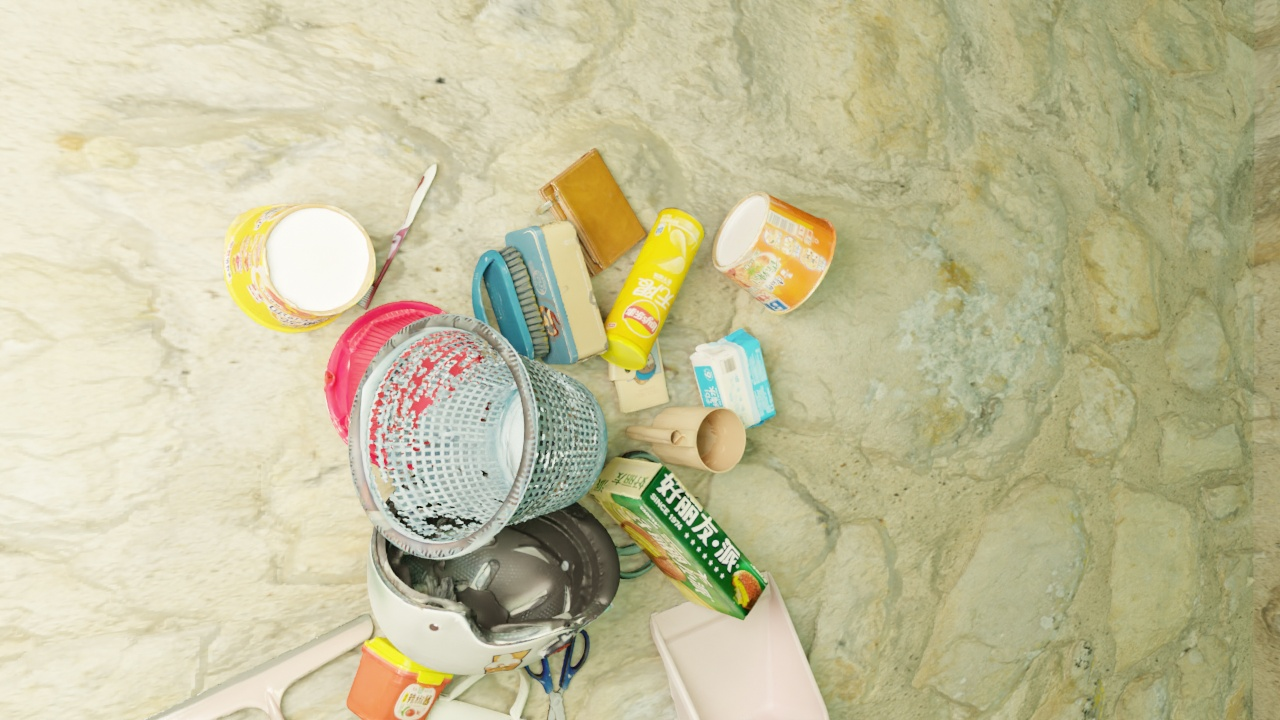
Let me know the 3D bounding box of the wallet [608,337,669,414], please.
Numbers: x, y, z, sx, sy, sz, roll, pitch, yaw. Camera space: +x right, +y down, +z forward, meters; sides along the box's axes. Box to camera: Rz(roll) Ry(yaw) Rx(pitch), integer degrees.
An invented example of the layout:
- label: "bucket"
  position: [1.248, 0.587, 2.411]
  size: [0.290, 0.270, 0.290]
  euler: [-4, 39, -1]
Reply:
- label: "wallet"
  position: [-0.007, 0.007, 1.202]
  size: [0.087, 0.024, 0.115]
  euler: [-14, 98, -38]

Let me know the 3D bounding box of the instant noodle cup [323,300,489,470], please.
- label: "instant noodle cup"
  position: [-0.243, 0.029, 1.014]
  size: [0.193, 0.066, 0.194]
  euler: [0, 89, -36]

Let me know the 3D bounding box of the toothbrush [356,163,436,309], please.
- label: "toothbrush"
  position: [-0.271, -0.142, 1.024]
  size: [0.017, 0.016, 0.187]
  euler: [28, 75, -21]

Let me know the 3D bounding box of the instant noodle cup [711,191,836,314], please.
- label: "instant noodle cup"
  position: [0.177, -0.154, 1.260]
  size: [0.111, 0.152, 0.151]
  euler: [27, 75, -24]

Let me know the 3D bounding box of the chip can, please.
- label: "chip can"
  position: [0.015, -0.093, 1.172]
  size: [0.072, 0.072, 0.212]
  euler: [40, 63, -28]

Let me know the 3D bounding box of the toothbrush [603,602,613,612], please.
- label: "toothbrush"
  position: [-0.081, 0.234, 1.154]
  size: [0.021, 0.029, 0.189]
  euler: [-57, 127, -68]

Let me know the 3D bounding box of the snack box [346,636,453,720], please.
- label: "snack box"
  position: [-0.263, 0.349, 0.987]
  size: [0.091, 0.082, 0.080]
  euler: [38, 74, -54]

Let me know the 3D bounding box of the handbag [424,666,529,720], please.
- label: "handbag"
  position: [-0.193, 0.431, 1.055]
  size: [0.163, 0.063, 0.178]
  euler: [31, 70, -32]

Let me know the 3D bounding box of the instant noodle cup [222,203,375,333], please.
- label: "instant noodle cup"
  position: [-0.337, -0.097, 0.922]
  size: [0.137, 0.110, 0.138]
  euler: [0, 91, -33]

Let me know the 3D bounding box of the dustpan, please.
- label: "dustpan"
  position: [0.157, 0.447, 1.246]
  size: [0.222, 0.139, 0.273]
  euler: [-15, 99, -33]

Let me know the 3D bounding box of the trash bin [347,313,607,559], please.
- label: "trash bin"
  position: [-0.143, 0.080, 0.926]
  size: [0.194, 0.227, 0.226]
  euler: [14, 81, -60]

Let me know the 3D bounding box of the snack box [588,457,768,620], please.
- label: "snack box"
  position: [0.049, 0.224, 1.163]
  size: [0.063, 0.115, 0.240]
  euler: [-50, 116, -24]

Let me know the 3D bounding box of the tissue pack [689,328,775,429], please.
- label: "tissue pack"
  position: [0.127, 0.034, 1.269]
  size: [0.089, 0.063, 0.140]
  euler: [-21, 101, -31]

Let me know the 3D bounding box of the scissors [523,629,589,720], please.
- label: "scissors"
  position: [-0.110, 0.410, 1.139]
  size: [0.157, 0.012, 0.165]
  euler: [42, 69, -29]

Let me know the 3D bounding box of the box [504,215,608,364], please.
- label: "box"
  position: [-0.102, -0.087, 1.097]
  size: [0.059, 0.090, 0.184]
  euler: [-25, 101, -31]

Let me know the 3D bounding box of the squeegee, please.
- label: "squeegee"
  position: [-0.356, 0.432, 0.954]
  size: [0.247, 0.040, 0.249]
  euler: [-22, 103, -34]

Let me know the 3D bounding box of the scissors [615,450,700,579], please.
- label: "scissors"
  position: [0.006, 0.196, 1.214]
  size: [0.169, 0.019, 0.180]
  euler: [-29, 105, -30]

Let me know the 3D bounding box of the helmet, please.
- label: "helmet"
  position: [-0.172, 0.246, 0.995]
  size: [0.273, 0.230, 0.157]
  euler: [6, 126, -40]

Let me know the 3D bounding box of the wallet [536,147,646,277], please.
- label: "wallet"
  position: [-0.062, -0.183, 1.155]
  size: [0.118, 0.035, 0.131]
  euler: [-43, 113, -29]

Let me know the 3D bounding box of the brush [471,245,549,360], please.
- label: "brush"
  position: [-0.159, -0.059, 1.076]
  size: [0.073, 0.055, 0.144]
  euler: [-25, 104, -33]

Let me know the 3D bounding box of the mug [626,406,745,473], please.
- label: "mug"
  position: [0.057, 0.100, 1.196]
  size: [0.124, 0.104, 0.084]
  euler: [5, 87, -34]
